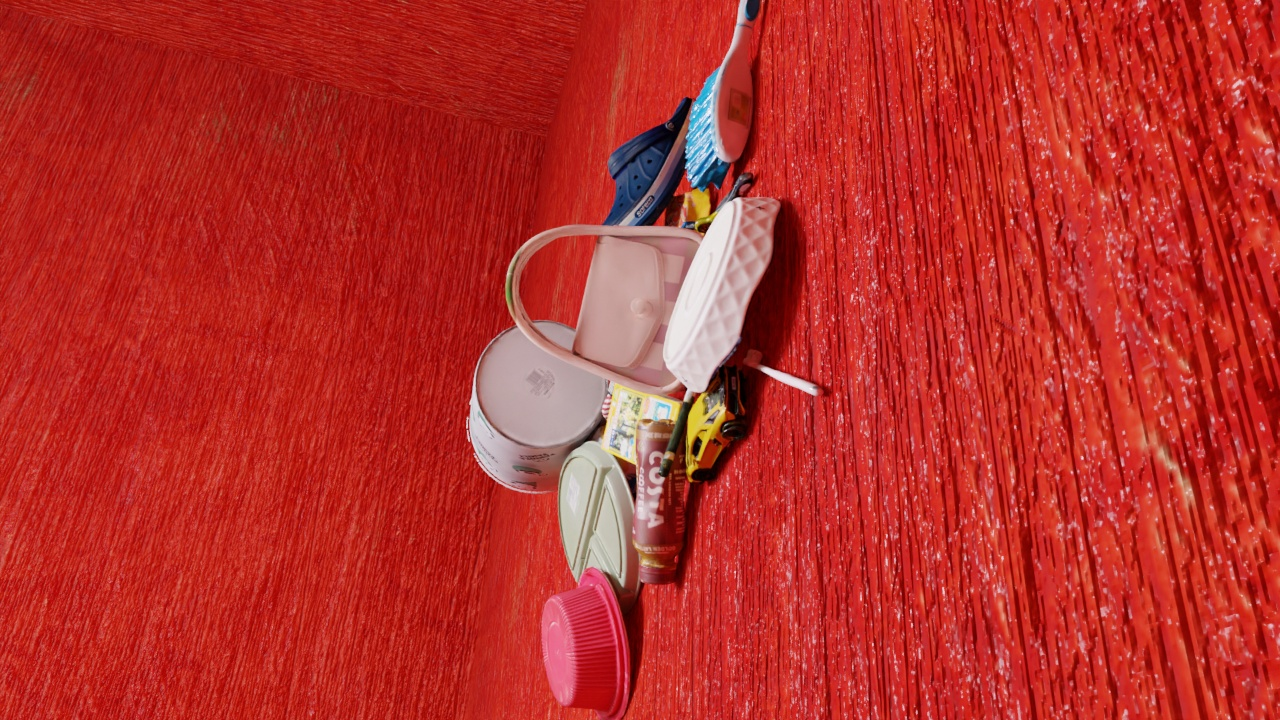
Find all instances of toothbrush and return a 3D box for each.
[{"bbox_3d":[0.048,0.042,0.976,0.012,0.017,0.185,111,180,-59],"label":"toothbrush"},{"bbox_3d":[0.122,0.009,0.796,0.180,0.016,0.016,-142,69,-76],"label":"toothbrush"}]

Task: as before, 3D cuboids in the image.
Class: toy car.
[{"bbox_3d":[0.070,0.067,0.916,0.156,0.041,0.071,113,164,-49],"label":"toy car"}]

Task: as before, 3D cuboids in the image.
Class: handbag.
[{"bbox_3d":[-0.038,-0.072,1.055,0.093,0.234,0.193,-155,77,-81],"label":"handbag"}]

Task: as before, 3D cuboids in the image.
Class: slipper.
[{"bbox_3d":[0.010,-0.255,1.190,0.252,0.095,0.105,-62,7,-25],"label":"slipper"}]

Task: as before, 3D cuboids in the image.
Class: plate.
[{"bbox_3d":[-0.059,0.221,1.203,0.230,0.027,0.230,21,114,60],"label":"plate"},{"bbox_3d":[0.075,-0.070,0.905,0.205,0.045,0.205,-160,92,-84],"label":"plate"}]

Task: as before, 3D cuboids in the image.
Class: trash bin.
[{"bbox_3d":[-0.147,0.066,1.357,0.252,0.229,0.229,116,162,-72],"label":"trash bin"}]

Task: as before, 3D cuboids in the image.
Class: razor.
[{"bbox_3d":[0.093,-0.174,1.041,0.143,0.042,0.022,140,120,-62],"label":"razor"}]

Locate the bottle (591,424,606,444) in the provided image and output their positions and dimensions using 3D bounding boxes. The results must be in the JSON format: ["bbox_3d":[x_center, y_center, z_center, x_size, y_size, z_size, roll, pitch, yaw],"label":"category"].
[{"bbox_3d":[-0.054,0.178,1.293,0.068,0.068,0.190,-100,24,-57],"label":"bottle"}]

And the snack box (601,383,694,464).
[{"bbox_3d":[0.009,0.080,1.083,0.141,0.033,0.087,15,95,54],"label":"snack box"}]

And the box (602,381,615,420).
[{"bbox_3d":[-0.008,0.008,1.198,0.076,0.087,0.163,41,124,29],"label":"box"}]

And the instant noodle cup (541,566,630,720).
[{"bbox_3d":[-0.076,0.360,1.148,0.194,0.065,0.194,176,90,-67],"label":"instant noodle cup"}]

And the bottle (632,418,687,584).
[{"bbox_3d":[0.021,0.151,0.990,0.057,0.057,0.175,178,94,-77],"label":"bottle"}]

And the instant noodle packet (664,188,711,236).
[{"bbox_3d":[0.052,-0.153,1.165,0.111,0.044,0.128,-159,80,-75],"label":"instant noodle packet"}]

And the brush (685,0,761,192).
[{"bbox_3d":[0.110,-0.353,1.073,0.110,0.060,0.313,139,143,-61],"label":"brush"}]

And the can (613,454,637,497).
[{"bbox_3d":[-0.008,0.108,1.187,0.053,0.053,0.135,-106,29,-63],"label":"can"}]

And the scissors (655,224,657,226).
[{"bbox_3d":[0.019,-0.135,1.218,0.181,0.014,0.159,97,-177,-52],"label":"scissors"}]
